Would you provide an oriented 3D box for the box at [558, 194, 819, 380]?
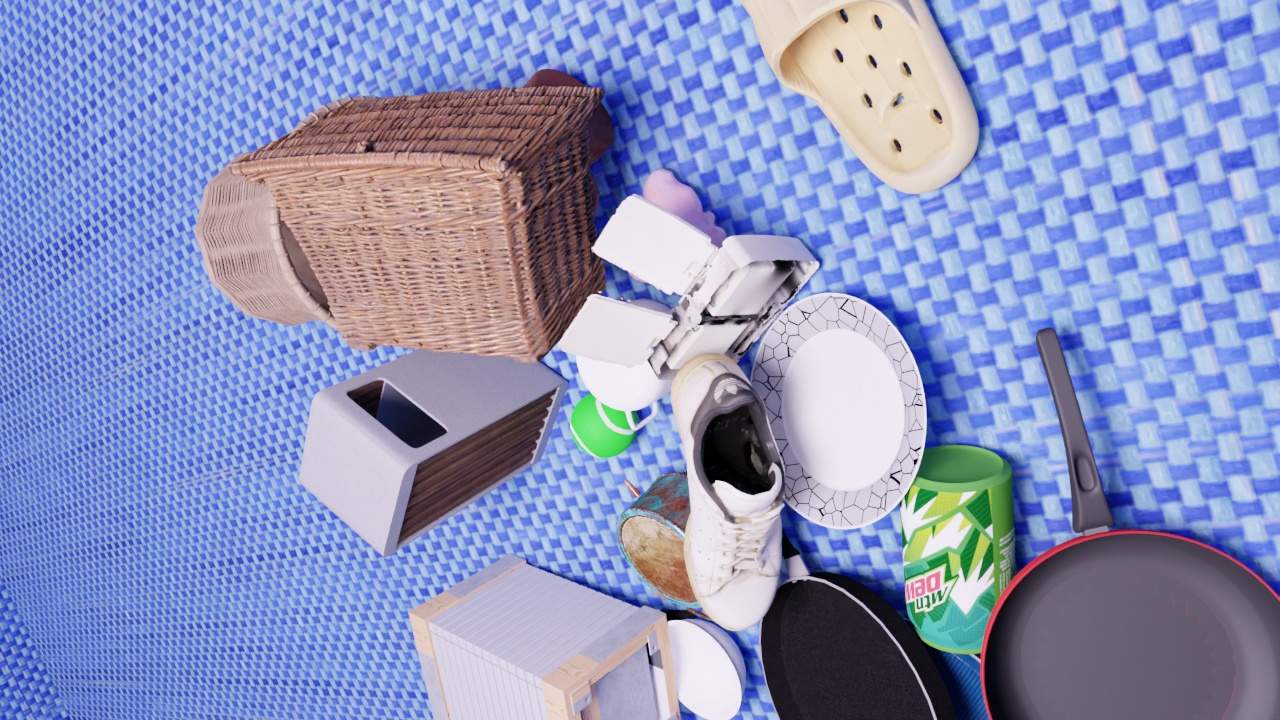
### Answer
[{"bbox_3d":[0.039,-0.051,0.732,0.146,0.185,0.065,-51,38,35],"label":"box"}]

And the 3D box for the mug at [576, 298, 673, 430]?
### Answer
[{"bbox_3d":[-0.005,0.005,0.842,0.094,0.067,0.116,1,109,34],"label":"mug"}]

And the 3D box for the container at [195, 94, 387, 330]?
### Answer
[{"bbox_3d":[-0.303,-0.129,0.909,0.197,0.226,0.227,1,109,42],"label":"container"}]

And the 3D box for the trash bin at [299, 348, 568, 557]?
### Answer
[{"bbox_3d":[-0.197,0.069,0.899,0.114,0.228,0.115,35,124,19],"label":"trash bin"}]

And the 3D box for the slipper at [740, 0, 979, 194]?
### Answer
[{"bbox_3d":[0.140,-0.232,0.642,0.112,0.079,0.261,-35,87,35],"label":"slipper"}]

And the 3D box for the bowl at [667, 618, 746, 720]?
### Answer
[{"bbox_3d":[0.069,0.303,0.926,0.110,0.040,0.110,20,121,38],"label":"bowl"}]

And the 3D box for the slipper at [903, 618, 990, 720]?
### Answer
[{"bbox_3d":[0.321,0.310,0.746,0.295,0.060,0.118,32,127,26],"label":"slipper"}]

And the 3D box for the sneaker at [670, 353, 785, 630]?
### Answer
[{"bbox_3d":[0.084,0.118,0.744,0.102,0.088,0.242,-148,47,-69],"label":"sneaker"}]

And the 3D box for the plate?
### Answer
[{"bbox_3d":[0.158,0.040,0.742,0.189,0.016,0.188,5,97,55],"label":"plate"}]

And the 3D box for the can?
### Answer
[{"bbox_3d":[0.247,0.146,0.714,0.083,0.082,0.144,3,110,34],"label":"can"}]

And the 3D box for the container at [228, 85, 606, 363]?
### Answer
[{"bbox_3d":[-0.153,-0.106,0.737,0.250,0.161,0.183,4,123,25],"label":"container"}]

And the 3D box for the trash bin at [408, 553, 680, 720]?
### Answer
[{"bbox_3d":[-0.102,0.328,0.969,0.247,0.142,0.142,8,113,42],"label":"trash bin"}]

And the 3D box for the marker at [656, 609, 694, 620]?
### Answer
[{"bbox_3d":[-0.005,0.272,0.988,0.152,0.011,0.011,-9,103,37],"label":"marker"}]

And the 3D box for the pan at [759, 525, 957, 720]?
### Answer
[{"bbox_3d":[0.162,0.233,0.811,0.226,0.034,0.356,-40,68,58],"label":"pan"}]

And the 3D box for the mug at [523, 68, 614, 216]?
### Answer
[{"bbox_3d":[-0.077,-0.176,0.809,0.123,0.096,0.110,49,133,-3],"label":"mug"}]

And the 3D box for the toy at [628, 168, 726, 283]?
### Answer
[{"bbox_3d":[0.033,-0.105,0.783,0.093,0.050,0.102,23,117,29],"label":"toy"}]

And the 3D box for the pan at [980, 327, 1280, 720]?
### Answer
[{"bbox_3d":[0.330,0.151,0.648,0.209,0.067,0.356,-15,85,13],"label":"pan"}]

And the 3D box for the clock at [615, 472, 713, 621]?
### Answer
[{"bbox_3d":[0.048,0.182,0.873,0.121,0.073,0.158,6,124,42],"label":"clock"}]

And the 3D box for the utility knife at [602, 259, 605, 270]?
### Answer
[{"bbox_3d":[-0.083,-0.103,0.888,0.118,0.015,0.022,18,143,30],"label":"utility knife"}]

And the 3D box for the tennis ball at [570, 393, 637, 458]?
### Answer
[{"bbox_3d":[-0.036,0.062,0.889,0.065,0.065,0.065,14,116,30],"label":"tennis ball"}]
